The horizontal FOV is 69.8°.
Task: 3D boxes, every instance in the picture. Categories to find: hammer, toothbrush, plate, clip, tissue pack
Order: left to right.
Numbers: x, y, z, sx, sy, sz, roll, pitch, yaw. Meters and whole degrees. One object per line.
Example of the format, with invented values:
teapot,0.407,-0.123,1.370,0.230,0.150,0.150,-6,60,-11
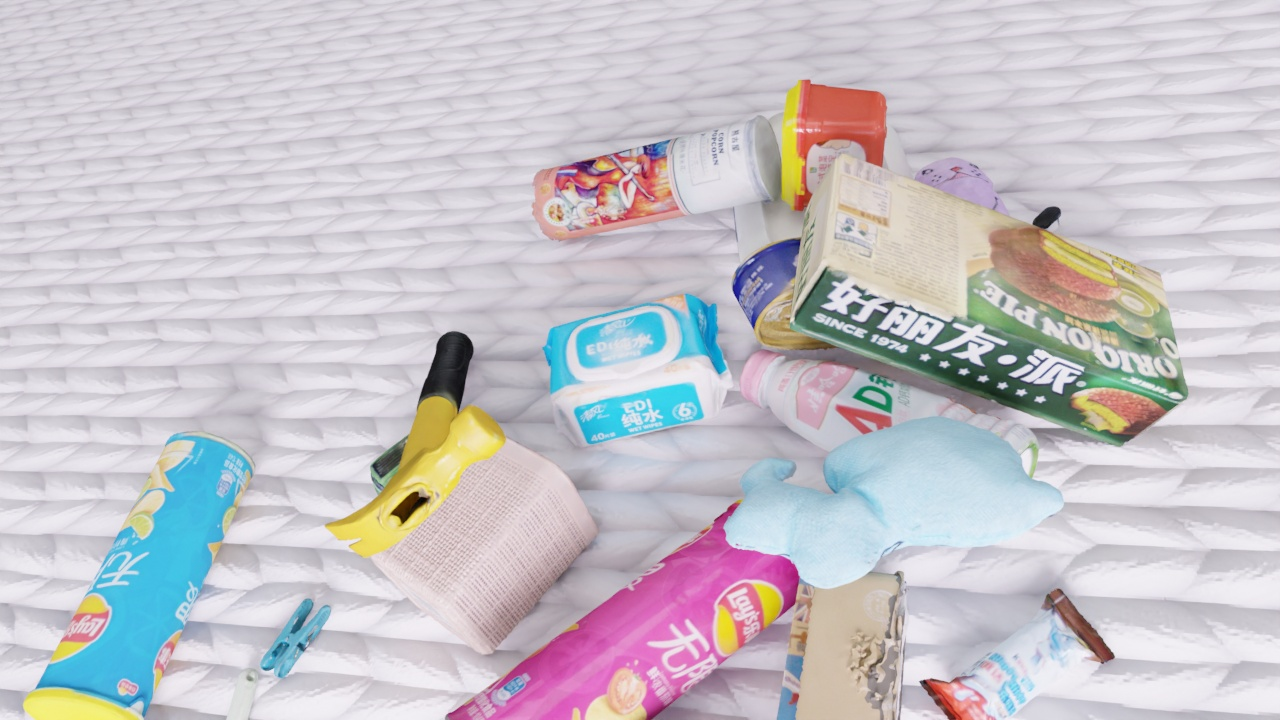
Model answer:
toothbrush,-0.256,0.273,0.548,0.020,0.029,0.189,-45,32,33
clip,-0.234,0.189,0.624,0.042,0.014,0.056,10,52,26
hammer,-0.142,0.036,0.636,0.129,0.033,0.300,-42,17,8
tissue pack,-0.004,0.004,0.691,0.140,0.063,0.089,-13,45,5
plate,0.160,-0.152,0.807,0.162,0.034,0.265,-8,46,10
toothbrush,0.264,-0.063,0.706,0.180,0.018,0.016,-38,43,-16

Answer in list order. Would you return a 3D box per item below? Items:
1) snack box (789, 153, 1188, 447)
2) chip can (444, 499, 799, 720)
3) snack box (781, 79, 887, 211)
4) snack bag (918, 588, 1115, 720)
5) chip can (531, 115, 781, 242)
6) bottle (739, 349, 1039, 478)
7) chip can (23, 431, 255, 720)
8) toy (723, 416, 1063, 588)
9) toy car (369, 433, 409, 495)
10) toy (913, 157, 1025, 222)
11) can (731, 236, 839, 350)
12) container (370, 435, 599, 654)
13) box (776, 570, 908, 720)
snack box,0.220,-0.040,0.591,0.240,0.063,0.114,19,51,-5
chip can,-0.002,0.165,0.520,0.210,0.071,0.071,-32,47,-20
snack box,0.156,-0.171,0.740,0.080,0.091,0.081,5,49,12
snack bag,0.205,0.168,0.499,0.104,0.026,0.048,-28,58,-9
chip can,0.011,-0.155,0.806,0.215,0.071,0.071,-7,45,26
bottle,0.154,0.042,0.607,0.197,0.068,0.068,24,58,37
chip can,-0.346,0.153,0.652,0.071,0.071,0.209,-5,47,13
toy,0.136,0.071,0.501,0.162,0.050,0.155,17,44,42
toy car,-0.162,0.072,0.698,0.091,0.036,0.043,-36,47,-22
toy,0.259,-0.131,0.751,0.084,0.039,0.107,-3,43,3
can,0.138,-0.049,0.663,0.148,0.075,0.049,-4,51,-27
container,-0.102,0.118,0.600,0.090,0.090,0.110,24,62,33
box,0.099,0.197,0.459,0.061,0.090,0.183,4,44,19
